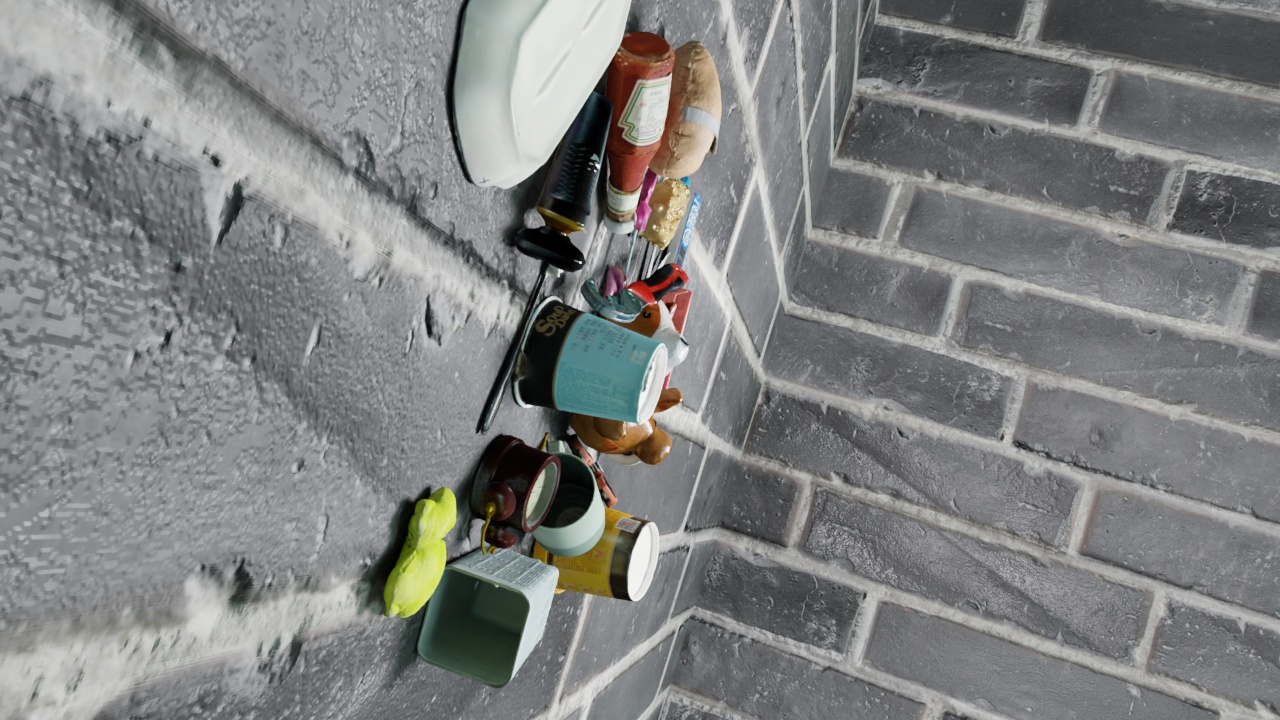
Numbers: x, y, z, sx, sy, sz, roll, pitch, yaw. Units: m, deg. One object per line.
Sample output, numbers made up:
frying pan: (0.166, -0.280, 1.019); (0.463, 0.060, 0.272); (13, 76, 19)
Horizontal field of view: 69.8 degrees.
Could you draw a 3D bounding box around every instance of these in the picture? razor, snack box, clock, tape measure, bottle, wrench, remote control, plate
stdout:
razor: (-0.058, -0.154, 0.775); (0.068, 0.062, 0.167); (154, -46, -66)
snack box: (0.029, -0.019, 1.221); (0.113, 0.044, 0.127); (-73, 177, -55)
clock: (-0.118, 0.123, 0.837); (0.082, 0.055, 0.121); (94, 20, -43)
tape measure: (-0.016, 0.102, 1.194); (0.033, 0.066, 0.066); (-42, 145, -68)
bottle: (-0.010, -0.208, 0.874); (0.207, 0.060, 0.059); (101, 14, -48)
wrench: (0.006, -0.078, 0.992); (0.016, 0.056, 0.272); (-46, 173, 23)
remote control: (0.054, -0.165, 1.241); (0.049, 0.024, 0.125); (20, 85, -76)
plate: (-0.060, -0.241, 0.680); (0.162, 0.034, 0.264); (88, 23, -53)

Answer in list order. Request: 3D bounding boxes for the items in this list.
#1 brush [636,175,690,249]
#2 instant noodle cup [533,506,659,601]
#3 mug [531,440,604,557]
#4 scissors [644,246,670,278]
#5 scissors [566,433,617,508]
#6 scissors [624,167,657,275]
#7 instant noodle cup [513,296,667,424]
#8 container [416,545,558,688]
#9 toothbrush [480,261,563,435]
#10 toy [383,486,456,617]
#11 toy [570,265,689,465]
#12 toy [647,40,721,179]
brush: (0.050, -0.232, 1.133); (0.083, 0.046, 0.253); (92, 15, -50)
instant noodle cup: (-0.048, 0.222, 1.070); (0.118, 0.114, 0.118); (9, 90, -68)
mug: (-0.083, 0.144, 0.972); (0.106, 0.082, 0.111); (80, 1, -61)
scissors: (-0.006, -0.047, 1.150); (0.227, 0.022, 0.221); (-49, 153, -58)
scissors: (-0.049, 0.142, 1.106); (0.015, 0.198, 0.205); (-32, 130, -3)
scissors: (0.000, -0.157, 0.997); (0.133, 0.017, 0.134); (135, -32, -80)
instant noodle cup: (-0.042, 0.008, 0.863); (0.111, 0.120, 0.111); (17, 89, -76)
container: (-0.132, 0.227, 0.839); (0.111, 0.090, 0.090); (-10, 116, -77)
toothbrush: (-0.104, -0.017, 0.814); (0.016, 0.018, 0.181); (69, 41, -73)
toy: (-0.171, 0.153, 0.718); (0.096, 0.031, 0.100); (-34, 139, -72)
toy: (-0.006, 0.006, 1.017); (0.140, 0.131, 0.199); (38, 53, -49)
toy: (0.046, -0.264, 0.974); (0.225, 0.082, 0.144); (-79, -173, -70)
